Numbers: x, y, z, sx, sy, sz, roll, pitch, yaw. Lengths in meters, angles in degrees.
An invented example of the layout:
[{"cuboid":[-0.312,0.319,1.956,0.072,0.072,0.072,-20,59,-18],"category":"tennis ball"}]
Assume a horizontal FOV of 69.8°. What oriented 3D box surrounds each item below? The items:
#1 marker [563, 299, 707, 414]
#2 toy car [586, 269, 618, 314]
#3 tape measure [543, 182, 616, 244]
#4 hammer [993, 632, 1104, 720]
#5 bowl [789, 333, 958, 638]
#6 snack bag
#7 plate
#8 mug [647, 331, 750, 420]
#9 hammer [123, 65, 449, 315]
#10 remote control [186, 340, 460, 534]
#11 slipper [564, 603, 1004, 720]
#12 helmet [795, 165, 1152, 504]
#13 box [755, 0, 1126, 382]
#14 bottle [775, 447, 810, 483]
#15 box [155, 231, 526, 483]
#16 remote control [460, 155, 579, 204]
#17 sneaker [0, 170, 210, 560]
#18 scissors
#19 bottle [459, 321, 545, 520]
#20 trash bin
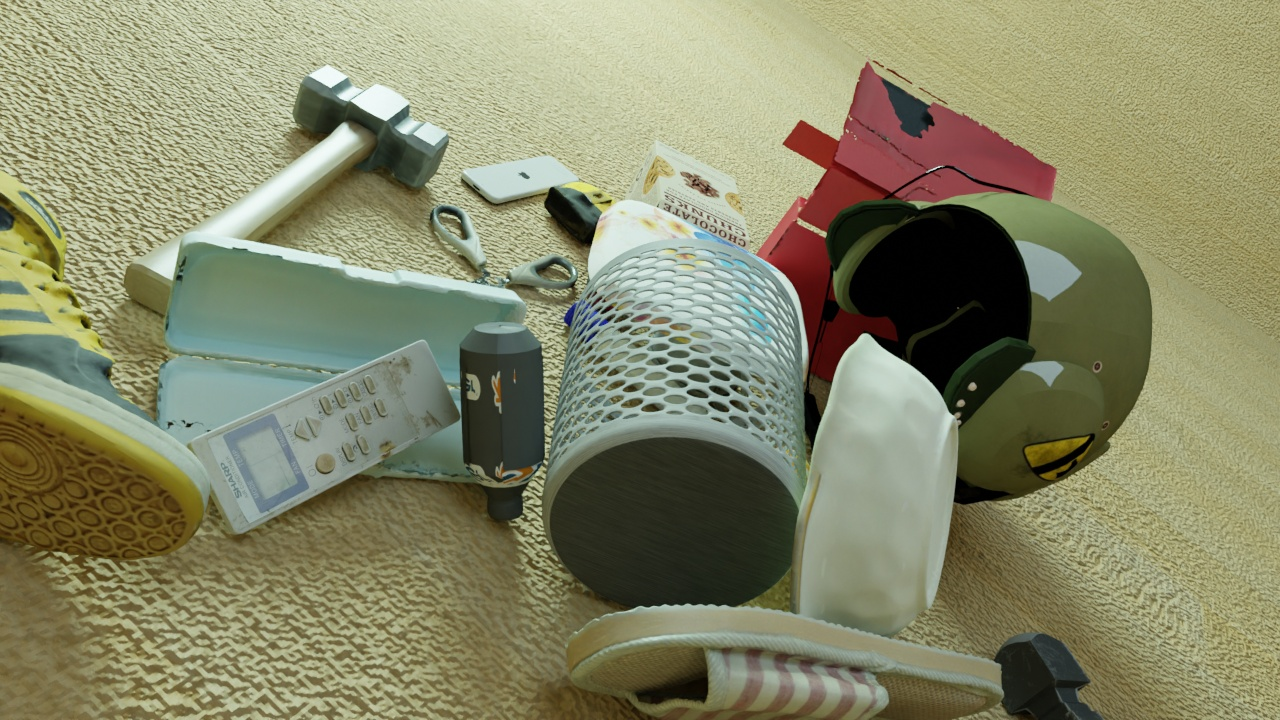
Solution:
[{"cuboid":[-0.004,0.004,0.706,0.133,0.023,0.027,42,10,16],"category":"marker"},{"cuboid":[-0.025,-0.070,0.779,0.042,0.036,0.091,24,32,-13],"category":"toy car"},{"cuboid":[-0.048,-0.140,0.857,0.065,0.037,0.064,46,34,22],"category":"tape measure"},{"cuboid":[0.397,0.279,0.668,0.321,0.043,0.156,15,35,-31],"category":"hammer"},{"cuboid":[0.145,0.082,0.530,0.060,0.188,0.218,7,18,25],"category":"bowl"},{"cuboid":[0.043,-0.123,0.885,0.094,0.070,0.206,22,32,-17],"category":"snack bag"},{"cuboid":[0.051,-0.062,0.718,0.187,0.016,0.186,24,30,-10],"category":"plate"},{"cuboid":[0.063,-0.010,0.742,0.084,0.071,0.113,5,39,-37],"category":"mug"},{"cuboid":[-0.245,-0.123,0.648,0.117,0.051,0.321,29,33,-7],"category":"hammer"},{"cuboid":[-0.158,0.036,0.476,0.135,0.011,0.050,-29,98,-41],"category":"remote control"},{"cuboid":[0.085,0.172,0.470,0.262,0.115,0.052,17,52,-28],"category":"slipper"},{"cuboid":[0.250,0.001,0.694,0.232,0.256,0.250,9,39,-30],"category":"helmet"},{"cuboid":[0.253,-0.139,0.809,0.211,0.379,0.123,26,15,-9],"category":"box"},{"cuboid":[0.116,0.107,0.631,0.109,0.063,0.063,35,28,-22],"category":"bottle"},{"cuboid":[-0.160,0.004,0.518,0.197,0.078,0.122,8,58,-33],"category":"box"},{"cuboid":[-0.112,-0.174,0.876,0.045,0.008,0.146,40,31,12],"category":"remote control"},{"cuboid":[-0.277,-0.007,0.405,0.238,0.086,0.121,27,35,-3],"category":"sneaker"},{"cuboid":[-0.116,-0.075,0.725,0.157,0.013,0.170,43,31,21],"category":"scissors"},{"cuboid":[-0.077,0.035,0.515,0.047,0.112,0.047,0,13,0],"category":"bottle"},{"cuboid":[0.024,0.039,0.556,0.156,0.157,0.182,25,34,-12],"category":"trash bin"}]
